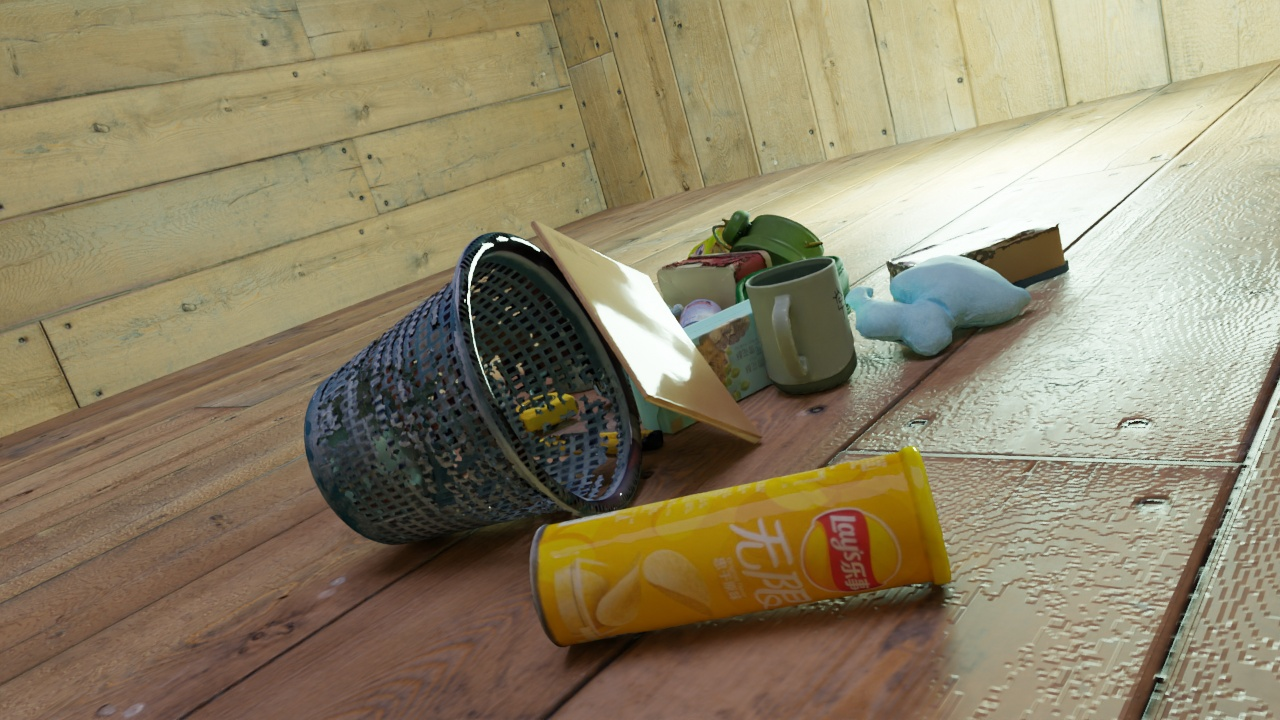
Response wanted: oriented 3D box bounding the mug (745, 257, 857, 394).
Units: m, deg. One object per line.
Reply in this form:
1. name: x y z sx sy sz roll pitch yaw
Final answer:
1. mug: 0.142 -0.025 0.814 0.082 0.106 0.111 -9 15 24

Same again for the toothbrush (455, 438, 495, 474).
1. toothbrush: -0.169 0.095 0.897 0.012 0.017 0.185 -51 -3 26

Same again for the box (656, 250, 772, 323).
1. box: 0.089 -0.088 1.160 0.076 0.091 0.169 -21 14 -30

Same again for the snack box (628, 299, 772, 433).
1. snack box: 0.072 0.001 0.863 0.174 0.074 0.052 -24 15 -29

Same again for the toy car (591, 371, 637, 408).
1. toy car: 0.000 0.028 0.923 0.054 0.037 0.121 -25 23 -32

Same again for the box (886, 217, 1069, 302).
1. box: 0.359 -0.102 0.967 0.184 0.061 0.090 -17 14 -9

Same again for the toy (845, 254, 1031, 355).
1. toy: 0.279 -0.057 0.860 0.161 0.050 0.155 15 48 17

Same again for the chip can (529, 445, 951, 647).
1. chip can: 0.051 0.102 0.493 0.213 0.072 0.072 -13 14 13

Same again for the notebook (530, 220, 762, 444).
1. notebook: 0.003 -0.026 0.741 0.012 0.211 0.149 -47 -39 17

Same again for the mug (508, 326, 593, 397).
1. mug: -0.087 -0.016 1.058 0.123 0.103 0.084 -28 18 -35

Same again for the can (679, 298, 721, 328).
1. can: 0.069 -0.033 1.044 0.053 0.053 0.134 -14 14 9

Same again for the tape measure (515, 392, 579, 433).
1. tape measure: -0.099 0.055 0.945 0.060 0.029 0.057 -23 16 -24

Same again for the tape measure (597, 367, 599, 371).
1. tape measure: -0.006 0.006 1.023 0.066 0.033 0.065 -5 19 41

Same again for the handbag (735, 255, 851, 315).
1. handbag: 0.168 -0.065 1.024 0.131 0.068 0.120 -12 15 20

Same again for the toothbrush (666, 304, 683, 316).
1. toothbrush: 0.023 -0.054 1.149 0.027 0.026 0.225 -32 4 -11

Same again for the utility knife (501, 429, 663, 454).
1. utility knife: -0.065 0.077 0.849 0.215 0.015 0.033 -7 14 37

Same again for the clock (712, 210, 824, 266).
1. clock: 0.163 -0.140 1.178 0.161 0.116 0.056 20 72 27

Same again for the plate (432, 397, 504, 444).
1. plate: -0.239 0.071 1.061 0.179 0.024 0.179 -15 13 4

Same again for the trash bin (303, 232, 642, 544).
1. trash bin: -0.138 0.044 0.711 0.195 0.226 0.226 -25 10 23

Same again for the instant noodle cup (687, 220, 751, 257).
1. instant noodle cup: 0.121 -0.138 1.307 0.111 0.112 0.123 -21 7 -16
